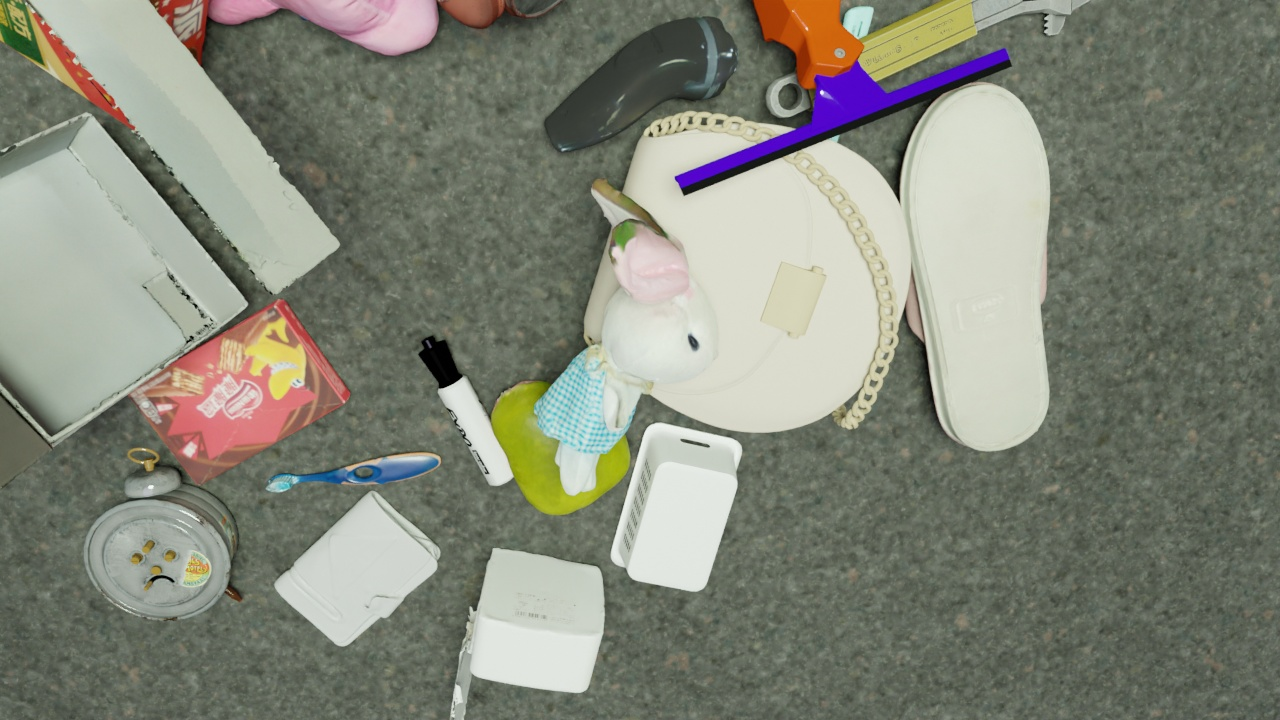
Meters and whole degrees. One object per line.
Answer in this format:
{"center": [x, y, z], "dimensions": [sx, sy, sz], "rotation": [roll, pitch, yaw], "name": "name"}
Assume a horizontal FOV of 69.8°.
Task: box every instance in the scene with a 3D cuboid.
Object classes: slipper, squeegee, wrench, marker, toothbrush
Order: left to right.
{"center": [-0.223, 0.088, 0.711], "dimensions": [0.135, 0.017, 0.021], "rotation": [-8, 109, -2], "name": "toothbrush"}
{"center": [-0.132, 0.038, 0.699], "dimensions": [0.025, 0.025, 0.126], "rotation": [-25, 107, 3], "name": "marker"}
{"center": [0.098, -0.232, 0.589], "dimensions": [0.249, 0.055, 0.184], "rotation": [-24, 76, -14], "name": "squeegee"}
{"center": [0.209, -0.236, 0.634], "dimensions": [0.273, 0.018, 0.084], "rotation": [-24, 113, -3], "name": "wrench"}
{"center": [0.249, -0.064, 0.682], "dimensions": [0.114, 0.054, 0.274], "rotation": [-9, 105, -2], "name": "slipper"}

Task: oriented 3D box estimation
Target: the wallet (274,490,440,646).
{"center": [-0.225, 0.169, 0.729], "dimensions": [0.086, 0.032, 0.116], "rotation": [42, 100, -12], "name": "wallet"}

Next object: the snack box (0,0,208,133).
{"center": [-0.302, -0.244, 0.507], "dimensions": [0.113, 0.060, 0.237], "rotation": [36, 143, -10], "name": "snack box"}

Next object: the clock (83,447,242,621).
{"center": [-0.362, 0.132, 0.694], "dimensions": [0.104, 0.056, 0.148], "rotation": [-4, 109, -3], "name": "clock"}

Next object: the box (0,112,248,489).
{"center": [-0.359, -0.022, 0.483], "dimensions": [0.150, 0.368, 0.167], "rotation": [-34, 107, 5], "name": "box"}

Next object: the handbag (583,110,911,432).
{"center": [0.078, -0.061, 0.656], "dimensions": [0.208, 0.103, 0.211], "rotation": [18, 105, -1], "name": "handbag"}

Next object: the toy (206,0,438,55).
{"center": [-0.230, -0.285, 0.536], "dimensions": [0.265, 0.127, 0.187], "rotation": [41, 103, -15], "name": "toy"}

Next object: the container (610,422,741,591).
{"center": [0.030, 0.121, 0.724], "dimensions": [0.080, 0.049, 0.129], "rotation": [13, 106, -8], "name": "container"}

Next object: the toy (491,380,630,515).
{"center": [-0.064, 0.062, 0.698], "dimensions": [0.090, 0.051, 0.110], "rotation": [-36, 104, 4], "name": "toy"}

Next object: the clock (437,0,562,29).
{"center": [-0.077, -0.262, 0.540], "dimensions": [0.072, 0.157, 0.121], "rotation": [40, 129, 5], "name": "clock"}

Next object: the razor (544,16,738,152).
{"center": [0.001, -0.184, 0.632], "dimensions": [0.141, 0.053, 0.064], "rotation": [-29, 140, 11], "name": "razor"}

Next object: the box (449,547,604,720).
{"center": [-0.101, 0.235, 0.720], "dimensions": [0.124, 0.108, 0.137], "rotation": [10, 105, -6], "name": "box"}

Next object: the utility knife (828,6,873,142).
{"center": [0.141, -0.187, 0.657], "dimensions": [0.022, 0.015, 0.129], "rotation": [1, 111, -31], "name": "utility knife"}

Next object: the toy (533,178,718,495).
{"center": [-0.004, 0.003, 0.585], "dimensions": [0.105, 0.131, 0.206], "rotation": [12, 113, -12], "name": "toy"}

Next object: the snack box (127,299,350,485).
{"center": [-0.298, 0.024, 0.683], "dimensions": [0.133, 0.021, 0.089], "rotation": [-29, 107, 5], "name": "snack box"}
